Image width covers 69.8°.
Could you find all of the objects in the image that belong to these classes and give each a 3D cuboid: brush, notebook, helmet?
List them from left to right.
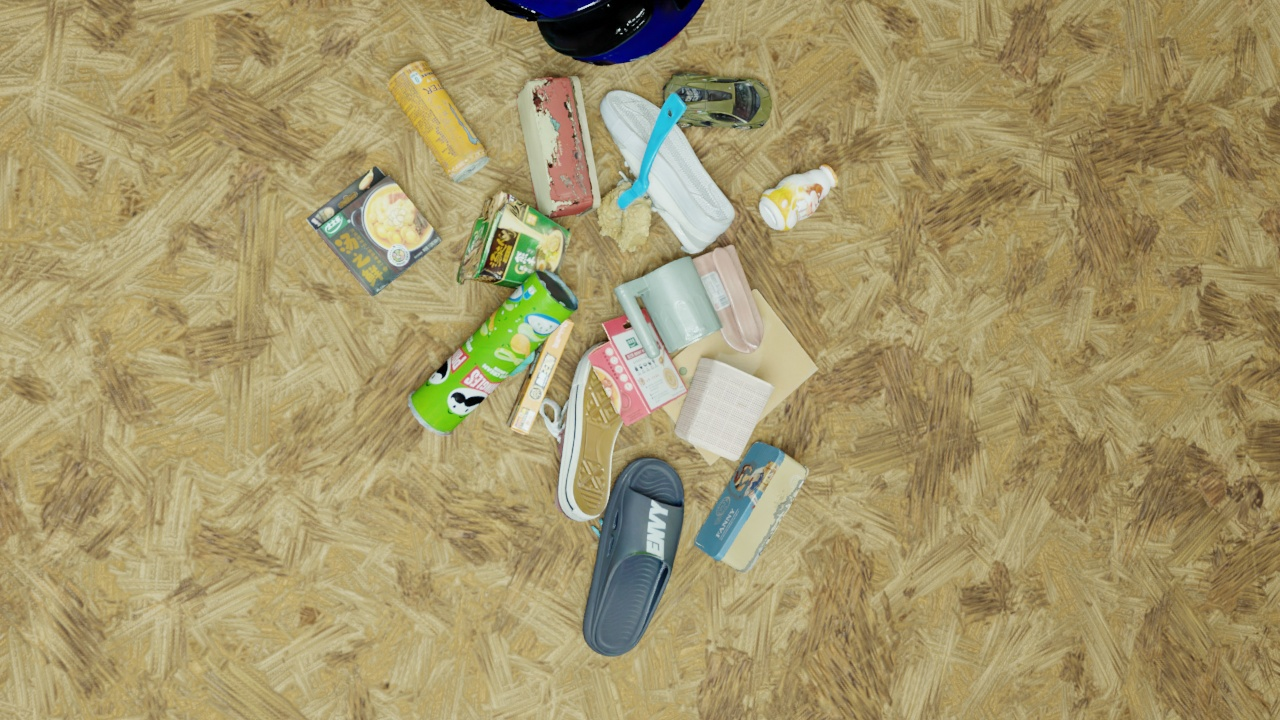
[{"bbox_3d":[-0.041,-0.478,1.101,0.315,0.247,0.240,-50,143,-14],"label":"helmet"},{"bbox_3d":[0.003,-0.226,1.123,0.045,0.255,0.083,-27,72,-31],"label":"brush"},{"bbox_3d":[0.121,-0.077,1.219,0.063,0.073,0.145,-21,88,-10],"label":"brush"},{"bbox_3d":[0.126,0.022,1.260,0.207,0.008,0.148,-41,98,-10],"label":"notebook"}]

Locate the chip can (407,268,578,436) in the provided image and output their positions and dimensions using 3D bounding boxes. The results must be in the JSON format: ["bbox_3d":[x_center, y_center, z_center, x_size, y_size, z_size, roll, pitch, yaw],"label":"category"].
[{"bbox_3d":[-0.180,-0.010,1.115,0.236,0.072,0.072,-43,99,14],"label":"chip can"}]

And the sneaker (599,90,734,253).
[{"bbox_3d":[0.022,-0.245,1.208,0.089,0.091,0.242,-27,76,-41],"label":"sneaker"}]

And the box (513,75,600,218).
[{"bbox_3d":[-0.112,-0.266,1.161,0.080,0.091,0.168,-12,92,-20],"label":"box"}]

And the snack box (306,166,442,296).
[{"bbox_3d":[-0.331,-0.162,1.139,0.113,0.053,0.125,-41,104,-10],"label":"snack box"}]

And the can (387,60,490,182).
[{"bbox_3d":[-0.252,-0.298,1.148,0.058,0.058,0.146,-36,98,-11],"label":"can"}]

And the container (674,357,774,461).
[{"bbox_3d":[0.106,0.065,1.206,0.090,0.090,0.111,24,88,-12],"label":"container"}]

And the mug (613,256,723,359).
[{"bbox_3d":[0.035,-0.065,1.185,0.123,0.084,0.103,-25,87,-34],"label":"mug"}]

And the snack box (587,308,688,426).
[{"bbox_3d":[-0.007,0.007,1.174,0.044,0.113,0.127,-30,87,32],"label":"snack box"}]

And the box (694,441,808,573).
[{"bbox_3d":[0.144,0.200,1.223,0.059,0.090,0.184,36,81,-17],"label":"box"}]

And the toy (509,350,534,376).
[{"bbox_3d":[-0.157,-0.035,1.167,0.030,0.097,0.092,-10,74,-38],"label":"toy"}]

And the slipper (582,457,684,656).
[{"bbox_3d":[0.004,0.262,1.186,0.110,0.083,0.268,16,89,-28],"label":"slipper"}]

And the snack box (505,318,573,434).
[{"bbox_3d":[-0.129,0.018,1.167,0.026,0.075,0.153,23,85,-13],"label":"snack box"}]

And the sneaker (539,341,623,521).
[{"bbox_3d":[-0.075,0.090,1.171,0.118,0.088,0.240,29,58,-37],"label":"sneaker"}]

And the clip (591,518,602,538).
[{"bbox_3d":[-0.043,0.236,1.219,0.043,0.014,0.056,-35,100,-10],"label":"clip"}]

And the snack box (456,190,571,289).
[{"bbox_3d":[-0.155,-0.136,1.150,0.105,0.118,0.117,20,85,-22],"label":"snack box"}]

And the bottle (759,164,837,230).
[{"bbox_3d":[0.217,-0.225,1.251,0.108,0.063,0.063,-35,97,-11],"label":"bottle"}]

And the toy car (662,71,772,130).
[{"bbox_3d":[0.106,-0.351,1.239,0.158,0.042,0.070,-1,91,-15],"label":"toy car"}]
